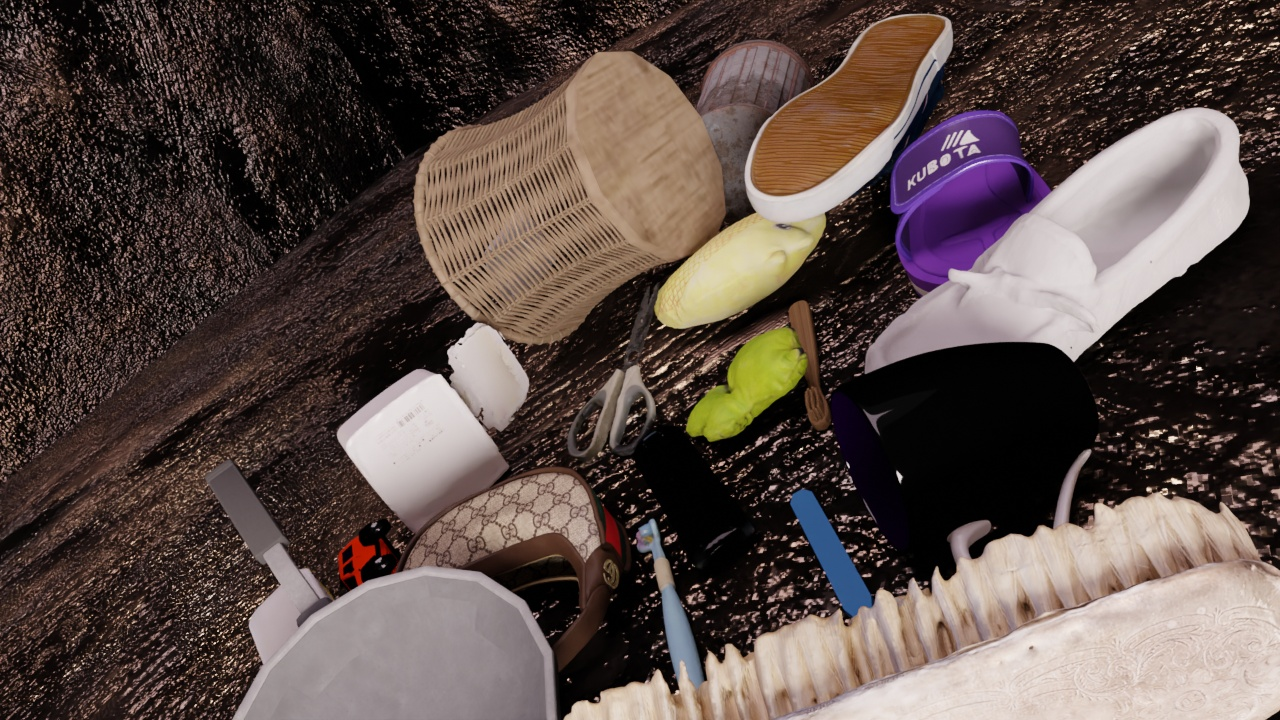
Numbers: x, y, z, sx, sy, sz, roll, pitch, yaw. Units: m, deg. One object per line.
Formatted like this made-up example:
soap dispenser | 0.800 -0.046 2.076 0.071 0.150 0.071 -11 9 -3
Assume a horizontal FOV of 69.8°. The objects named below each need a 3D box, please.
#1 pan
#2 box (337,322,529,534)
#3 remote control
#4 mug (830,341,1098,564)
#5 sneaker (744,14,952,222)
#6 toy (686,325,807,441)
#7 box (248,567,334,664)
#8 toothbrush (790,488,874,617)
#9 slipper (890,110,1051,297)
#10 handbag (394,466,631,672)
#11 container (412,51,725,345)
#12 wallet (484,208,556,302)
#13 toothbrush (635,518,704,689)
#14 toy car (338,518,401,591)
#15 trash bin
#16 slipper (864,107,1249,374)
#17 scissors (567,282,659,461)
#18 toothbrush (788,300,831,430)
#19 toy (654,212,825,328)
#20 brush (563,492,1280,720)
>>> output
pan | -0.177 0.154 0.520 0.178 0.041 0.357 -39 46 -19
box | -0.152 0.047 0.757 0.083 0.110 0.189 -3 36 48
remote control | 0.028 0.080 0.572 0.041 0.020 0.152 -35 24 -2
mug | 0.158 0.046 0.418 0.100 0.085 0.118 -21 53 -3
sneaker | 0.178 -0.174 0.764 0.121 0.127 0.293 14 45 33
toy | 0.072 0.017 0.611 0.093 0.036 0.094 -54 17 -13
box | -0.230 0.205 0.646 0.064 0.033 0.210 -45 25 -18
toothbrush | 0.100 0.106 0.445 0.016 0.014 0.166 -31 19 6
slipper | 0.229 -0.139 0.663 0.107 0.084 0.265 -21 26 26
handbag | -0.086 0.142 0.554 0.167 0.063 0.138 -24 35 16
container | -0.057 -0.151 0.842 0.197 0.227 0.226 -21 26 40
wallet | -0.152 -0.128 1.127 0.032 0.086 0.116 -13 26 28
toothbrush | 0.016 0.132 0.491 0.022 0.016 0.155 -62 18 15
toy car | -0.187 0.156 0.657 0.048 0.051 0.100 -34 23 -8
trash bin | 0.115 -0.245 0.961 0.131 0.131 0.210 -21 28 26
slipper | 0.228 -0.050 0.500 0.246 0.074 0.112 -35 27 -4
scissors | -0.019 0.009 0.722 0.132 0.012 0.169 -34 40 16
toothbrush | 0.115 -0.003 0.630 0.016 0.016 0.166 -25 24 17
toy | 0.088 -0.084 0.768 0.170 0.064 0.155 -37 9 -19
brush | 0.087 0.128 0.323 0.272 0.083 0.056 -27 25 15
